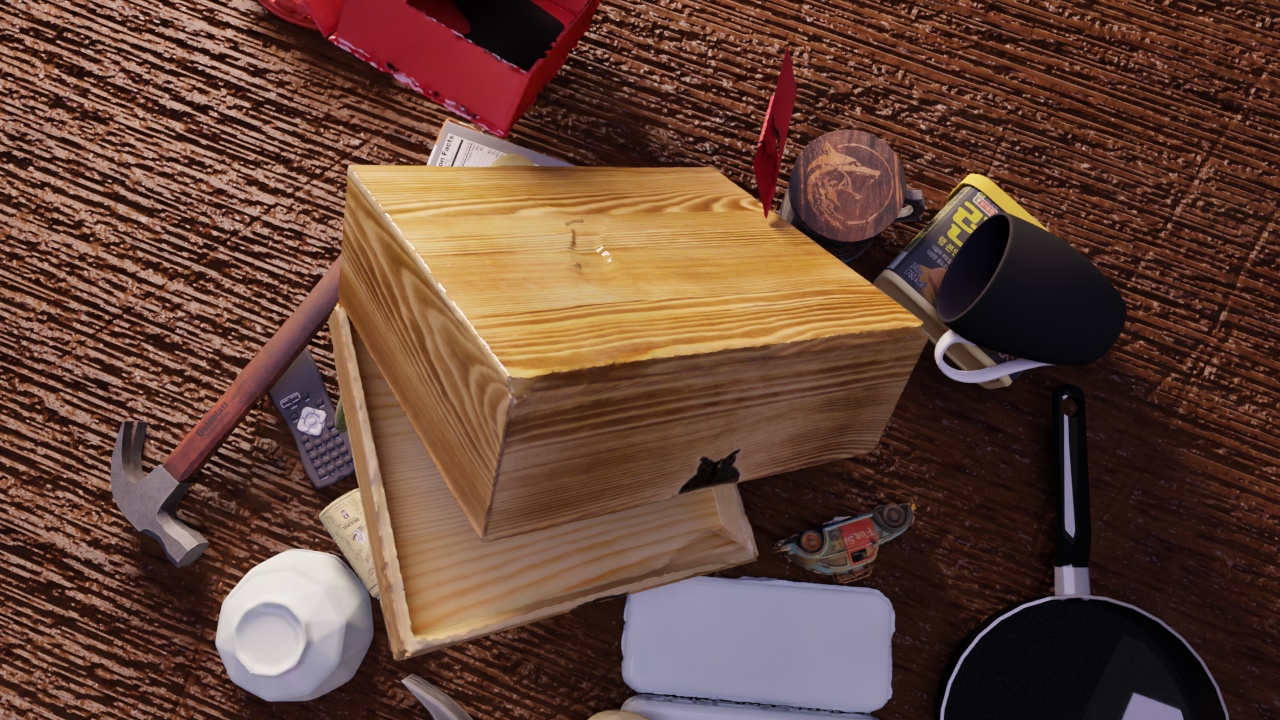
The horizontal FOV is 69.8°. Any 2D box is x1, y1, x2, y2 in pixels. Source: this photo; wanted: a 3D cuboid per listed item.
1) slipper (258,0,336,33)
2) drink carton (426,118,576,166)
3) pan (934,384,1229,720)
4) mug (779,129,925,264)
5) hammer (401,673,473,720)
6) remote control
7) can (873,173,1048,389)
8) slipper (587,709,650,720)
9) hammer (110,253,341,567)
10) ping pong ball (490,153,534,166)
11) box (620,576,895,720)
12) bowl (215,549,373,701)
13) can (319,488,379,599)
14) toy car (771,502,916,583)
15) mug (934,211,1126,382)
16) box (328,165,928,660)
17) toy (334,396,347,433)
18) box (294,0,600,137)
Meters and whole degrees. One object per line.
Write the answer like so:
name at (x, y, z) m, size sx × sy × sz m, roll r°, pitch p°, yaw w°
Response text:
slipper at (-0.222, -0.320, 0.753) m, size 0.249 × 0.059 × 0.103 m, roll 14°, pitch 84°, yaw 3°
drink carton at (-0.106, -0.137, 0.731) m, size 0.125 × 0.048 × 0.076 m, roll 20°, pitch 85°, yaw 5°
pan at (0.317, 0.197, 0.677) m, size 0.204 × 0.044 × 0.355 m, roll 0°, pitch 84°, yaw 3°
mug at (0.164, -0.116, 0.687) m, size 0.116 × 0.107 × 0.080 m, roll -3°, pitch 83°, yaw 2°
hammer at (-0.252, 0.369, 0.694) m, size 0.324 × 0.034 × 0.170 m, roll -25°, pitch 82°, yaw 1°
remote control at (-0.268, 0.041, 0.739) m, size 0.046 × 0.009 × 0.124 m, roll -29°, pitch 83°, yaw -1°
can at (0.259, -0.056, 0.695) m, size 0.131 × 0.072 × 0.101 m, roll 44°, pitch 90°, yaw 6°
slipper at (-0.035, 0.381, 0.642) m, size 0.111 × 0.079 × 0.261 m, roll 9°, pitch 90°, yaw 22°
hammer at (-0.301, 0.012, 0.725) m, size 0.111 × 0.028 × 0.300 m, roll 41°, pitch 90°, yaw 9°
ping pong ball at (-0.095, -0.133, 0.684) m, size 0.040 × 0.040 × 0.040 m, roll 0°, pitch 84°, yaw 2°
box at (0.086, 0.259, 0.688) m, size 0.209 × 0.037 × 0.190 m, roll 5°, pitch 86°, yaw 3°
bowl at (-0.269, 0.205, 0.696) m, size 0.117 × 0.061 × 0.117 m, roll 0°, pitch 85°, yaw 2°
can at (-0.211, 0.142, 0.711) m, size 0.038 × 0.038 × 0.079 m, roll -36°, pitch 83°, yaw -2°
toy car at (0.157, 0.140, 0.689) m, size 0.112 × 0.047 × 0.047 m, roll -18°, pitch 81°, yaw 1°
mug at (0.259, -0.028, 0.625) m, size 0.100 × 0.084 × 0.119 m, roll 25°, pitch 120°, yaw -6°
box at (-0.041, 0.024, 0.606) m, size 0.278 × 0.265 × 0.269 m, roll -9°, pitch 41°, yaw -33°
toy at (-0.147, -0.002, 0.703) m, size 0.153 × 0.078 × 0.179 m, roll 27°, pitch 88°, yaw 6°
box at (-0.209, -0.369, 0.596) m, size 0.138 × 0.213 × 0.467 m, roll -31°, pitch 114°, yaw 36°
